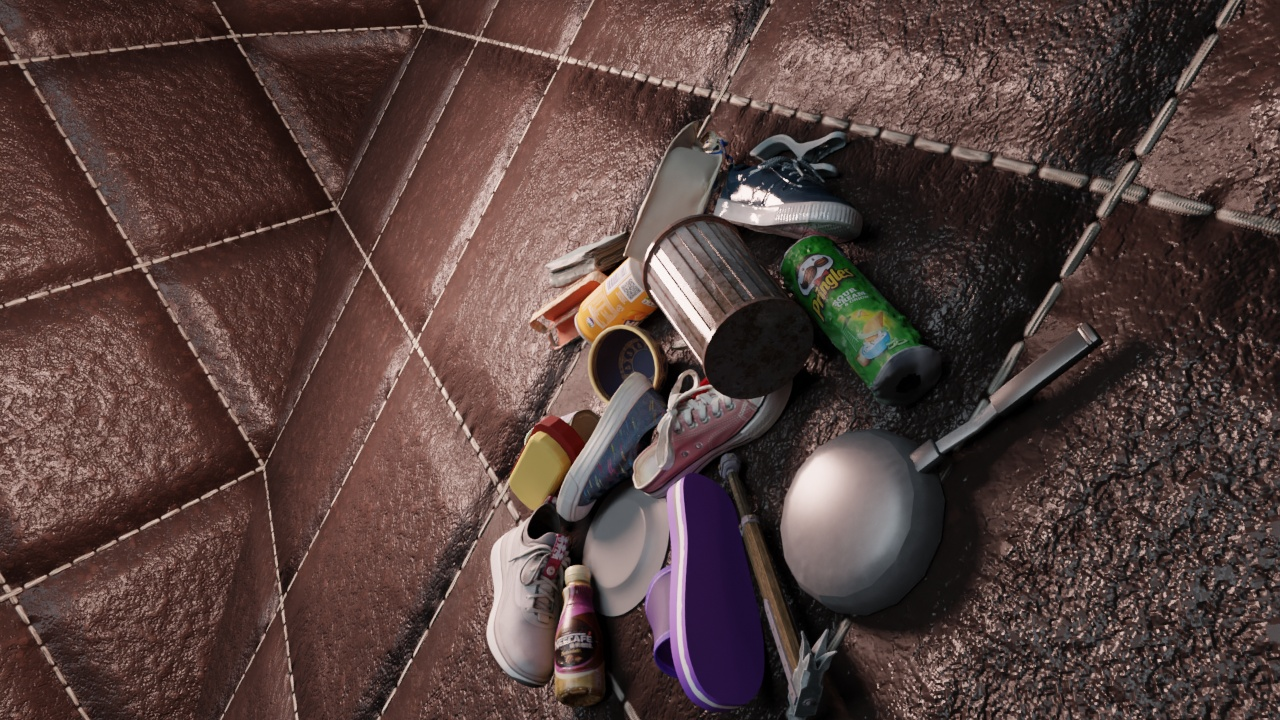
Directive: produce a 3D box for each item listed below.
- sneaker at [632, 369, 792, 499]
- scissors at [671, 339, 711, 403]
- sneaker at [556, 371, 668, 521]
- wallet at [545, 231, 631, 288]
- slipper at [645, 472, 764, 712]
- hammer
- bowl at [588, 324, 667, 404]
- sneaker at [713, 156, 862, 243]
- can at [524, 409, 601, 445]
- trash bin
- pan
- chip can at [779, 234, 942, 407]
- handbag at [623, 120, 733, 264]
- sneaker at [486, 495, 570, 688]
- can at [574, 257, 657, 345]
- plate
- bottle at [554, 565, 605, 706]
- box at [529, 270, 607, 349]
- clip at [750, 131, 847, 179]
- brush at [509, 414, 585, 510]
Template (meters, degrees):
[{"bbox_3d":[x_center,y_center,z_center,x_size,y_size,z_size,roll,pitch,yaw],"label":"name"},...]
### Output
[{"bbox_3d":[0.065,0.070,1.056,0.242,0.087,0.118,-43,38,25],"label":"sneaker"},{"bbox_3d":[0.095,-0.009,1.114,0.179,0.015,0.193,40,107,53],"label":"scissors"},{"bbox_3d":[-0.029,0.126,1.184,0.079,0.087,0.236,37,117,15],"label":"sneaker"},{"bbox_3d":[-0.078,-0.157,1.433,0.100,0.054,0.132,-36,11,-37],"label":"wallet"},{"bbox_3d":[0.053,0.246,0.946,0.084,0.107,0.266,-42,32,31],"label":"slipper"},{"bbox_3d":[0.121,0.208,0.917,0.316,0.028,0.147,-104,14,-53],"label":"hammer"},{"bbox_3d":[-0.007,0.007,1.226,0.113,0.061,0.112,5,98,34],"label":"bowl"},{"bbox_3d":[0.172,-0.190,1.059,0.236,0.089,0.087,22,98,54],"label":"sneaker"},{"bbox_3d":[-0.107,0.114,1.308,0.121,0.067,0.067,-22,52,47],"label":"can"},{"bbox_3d":[0.089,-0.067,1.017,0.131,0.130,0.211,-54,34,18],"label":"trash bin"},{"bbox_3d":[0.251,0.088,0.816,0.358,0.041,0.178,-46,37,29],"label":"pan"},{"bbox_3d":[0.217,-0.043,0.926,0.076,0.075,0.223,-52,34,20],"label":"chip can"},{"bbox_3d":[0.061,-0.219,1.233,0.199,0.093,0.201,-67,1,-49],"label":"handbag"},{"bbox_3d":[-0.132,0.296,1.194,0.129,0.096,0.262,-55,26,26],"label":"sneaker"},{"bbox_3d":[-0.025,-0.083,1.307,0.143,0.079,0.079,-40,40,35],"label":"can"},{"bbox_3d":[-0.025,0.232,1.159,0.179,0.012,0.178,-35,43,40],"label":"plate"},{"bbox_3d":[-0.075,0.332,1.122,0.060,0.059,0.165,-40,40,36],"label":"bottle"},{"bbox_3d":[-0.099,-0.075,1.426,0.188,0.083,0.043,-31,30,46],"label":"box"},{"bbox_3d":[0.194,-0.267,1.153,0.172,0.029,0.141,-15,59,50],"label":"clip"},{"bbox_3d":[-0.134,0.151,1.273,0.041,0.082,0.174,-35,-16,-42],"label":"brush"}]
